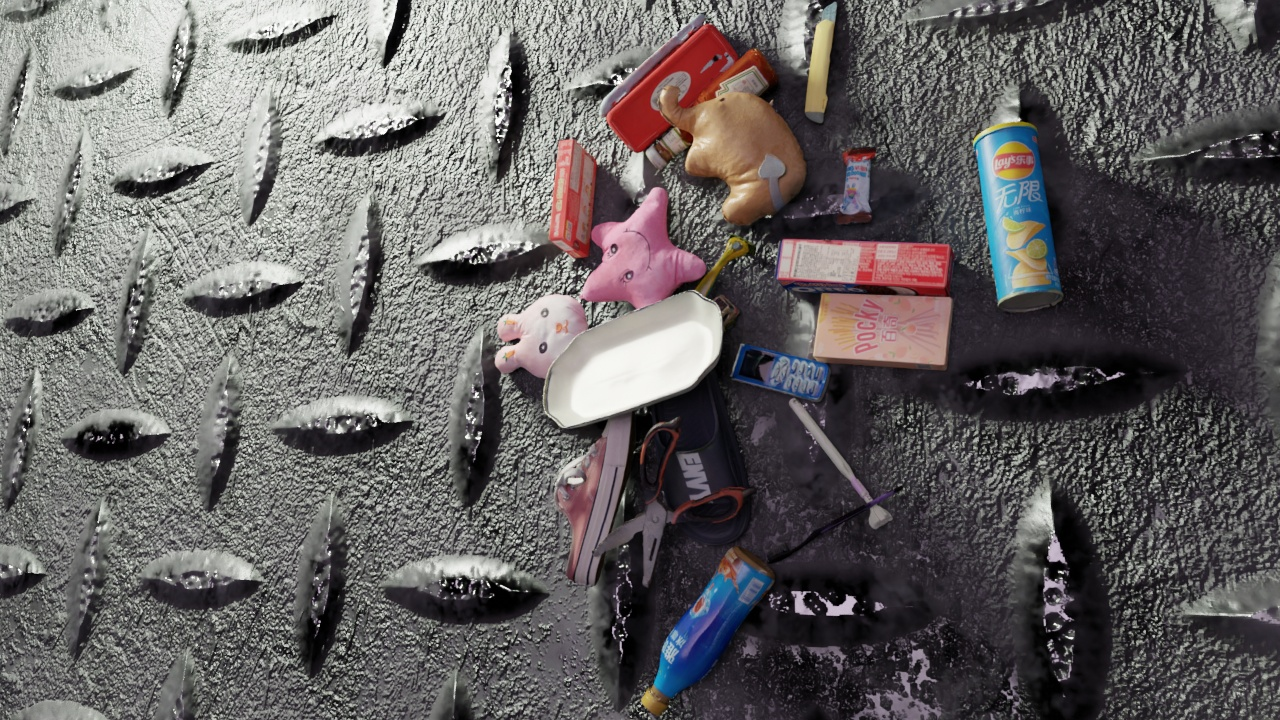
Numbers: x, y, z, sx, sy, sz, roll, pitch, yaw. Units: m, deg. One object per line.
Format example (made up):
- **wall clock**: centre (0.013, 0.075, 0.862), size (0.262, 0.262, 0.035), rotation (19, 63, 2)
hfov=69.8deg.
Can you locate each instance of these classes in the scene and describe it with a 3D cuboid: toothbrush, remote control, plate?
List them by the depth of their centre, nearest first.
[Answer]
- **toothbrush**: centre (0.224, 0.191, 1.075), size (0.189, 0.014, 0.016), rotation (-35, 50, 21)
- **toothbrush**: centre (0.235, 0.119, 1.101), size (0.029, 0.020, 0.189), rotation (-25, 62, -17)
- **remote control**: centre (0.175, 0.016, 1.152), size (0.125, 0.024, 0.049), rotation (16, 82, 27)
- **plate**: centre (-0.007, 0.007, 1.160), size (0.266, 0.034, 0.161), rotation (-21, 45, 25)

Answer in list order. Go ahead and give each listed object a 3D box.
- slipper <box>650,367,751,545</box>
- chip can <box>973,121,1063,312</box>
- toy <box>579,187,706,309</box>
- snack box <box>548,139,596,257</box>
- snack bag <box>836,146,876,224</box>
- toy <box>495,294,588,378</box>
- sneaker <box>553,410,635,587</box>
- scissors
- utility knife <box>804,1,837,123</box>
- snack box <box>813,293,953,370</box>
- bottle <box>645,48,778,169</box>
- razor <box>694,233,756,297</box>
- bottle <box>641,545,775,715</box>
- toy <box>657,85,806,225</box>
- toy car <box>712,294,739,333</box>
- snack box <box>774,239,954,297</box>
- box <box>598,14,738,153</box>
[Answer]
- **slipper**: centre (0.058, 0.099, 1.142), size (0.111, 0.083, 0.268), rotation (-17, 76, 21)
- **chip can**: centre (0.435, -0.165, 1.060), size (0.071, 0.071, 0.210), rotation (-8, 73, 22)
- **toy**: centre (-0.005, -0.121, 1.241), size (0.179, 0.074, 0.194), rotation (-32, 66, 19)
- **snack box**: centre (-0.095, -0.230, 1.310), size (0.025, 0.075, 0.152), rotation (-2, 76, 24)
- **snack bag**: centre (0.276, -0.223, 1.171), size (0.045, 0.026, 0.105), rotation (2, 79, 21)
- **toy**: centre (-0.142, -0.029, 1.292), size (0.160, 0.054, 0.121), rotation (-10, 71, 29)
- **sneaker**: centre (-0.067, 0.165, 1.177), size (0.088, 0.118, 0.241), rotation (15, 87, 6)
- **scissors**: centre (0.028, 0.172, 1.103), size (0.225, 0.015, 0.189), rotation (-23, 100, 12)
- **utility knife**: centre (0.245, -0.404, 1.238), size (0.031, 0.019, 0.178), rotation (6, 84, 21)
- **snack box**: centre (0.293, -0.036, 1.113), size (0.157, 0.026, 0.084), rotation (4, 78, 24)
- **bottle**: centre (0.095, -0.342, 1.268), size (0.206, 0.059, 0.059), rotation (-38, 64, 15)
- **razor**: centre (0.098, -0.109, 1.205), size (0.043, 0.028, 0.132), rotation (33, 79, 24)
- **bottle**: centre (0.075, 0.325, 1.090), size (0.065, 0.065, 0.219), rotation (36, 93, 27)
- **toy**: centre (0.122, -0.289, 1.211), size (0.143, 0.082, 0.226), rotation (-37, 77, 4)
- **toy car**: centre (0.087, -0.044, 1.202), size (0.090, 0.035, 0.042), rotation (-47, 61, 9)
- **snack box**: centre (0.273, -0.113, 1.126), size (0.208, 0.057, 0.058), rotation (6, 81, 25)
- **box**: centre (0.038, -0.394, 1.317), size (0.201, 0.100, 0.094), rotation (-41, 105, 8)
